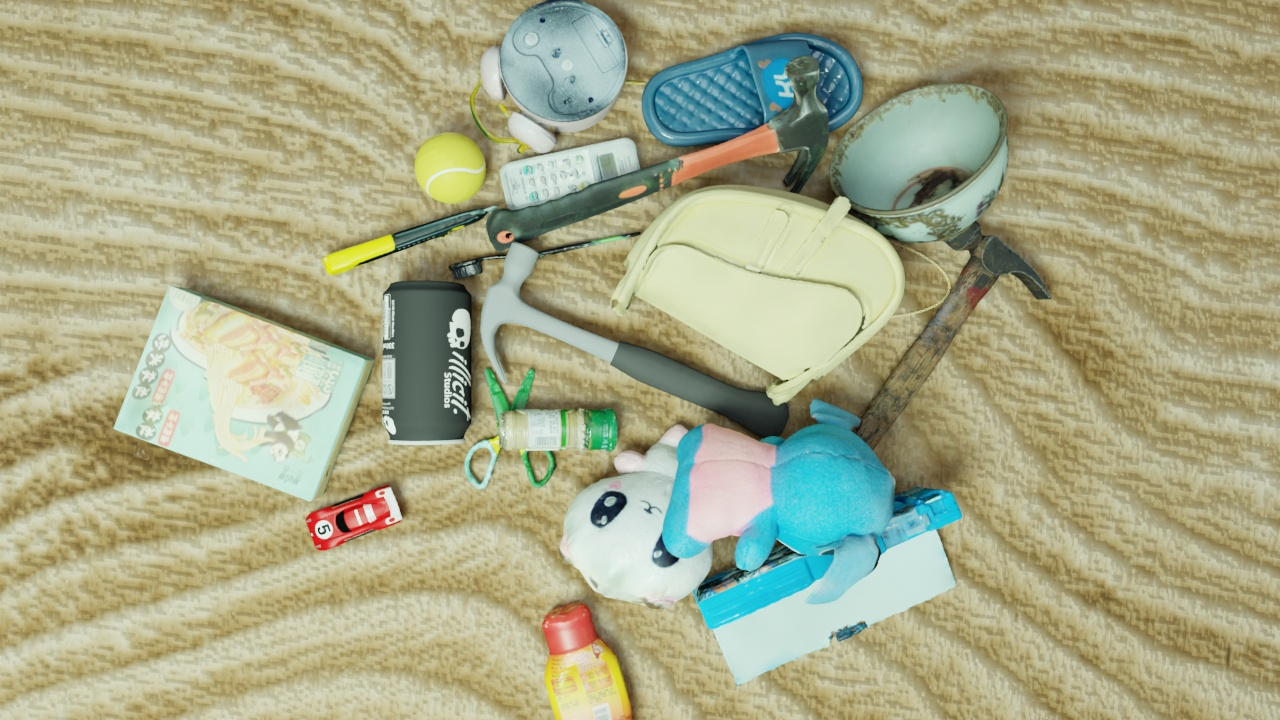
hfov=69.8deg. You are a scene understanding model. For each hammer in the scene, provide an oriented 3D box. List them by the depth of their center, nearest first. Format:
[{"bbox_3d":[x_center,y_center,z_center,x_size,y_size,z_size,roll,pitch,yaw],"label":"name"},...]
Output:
[{"bbox_3d":[0.012,-0.169,0.855,0.333,0.133,0.033,-17,50,5],"label":"hammer"},{"bbox_3d":[-0.005,0.005,0.873,0.311,0.029,0.125,23,90,-5],"label":"hammer"},{"bbox_3d":[0.260,0.027,0.885,0.120,0.033,0.330,36,90,-8],"label":"hammer"}]

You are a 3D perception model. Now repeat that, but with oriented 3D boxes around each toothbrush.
[{"bbox_3d":[-0.091,-0.103,0.886,0.188,0.014,0.017,-11,102,-2],"label":"toothbrush"}]

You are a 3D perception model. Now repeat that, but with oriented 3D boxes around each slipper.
[{"bbox_3d":[0.106,-0.260,0.875,0.214,0.059,0.103,-8,87,-1],"label":"slipper"}]

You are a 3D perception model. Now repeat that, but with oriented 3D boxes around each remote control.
[{"bbox_3d":[-0.066,-0.177,0.883,0.133,0.022,0.050,-12,88,-2],"label":"remote control"}]

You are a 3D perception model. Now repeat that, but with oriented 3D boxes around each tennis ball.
[{"bbox_3d":[-0.177,-0.180,0.858,0.065,0.065,0.065,0,89,-2],"label":"tennis ball"}]

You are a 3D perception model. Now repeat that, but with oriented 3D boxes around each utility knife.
[{"bbox_3d":[-0.217,-0.117,0.873,0.174,0.029,0.020,-20,94,-2],"label":"utility knife"}]

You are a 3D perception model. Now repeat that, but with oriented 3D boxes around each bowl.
[{"bbox_3d":[0.266,-0.167,0.850,0.160,0.160,0.094,-43,131,-3],"label":"bowl"}]

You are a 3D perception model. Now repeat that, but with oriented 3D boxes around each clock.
[{"bbox_3d":[-0.086,-0.263,0.864,0.158,0.059,0.117,-32,86,-3],"label":"clock"}]

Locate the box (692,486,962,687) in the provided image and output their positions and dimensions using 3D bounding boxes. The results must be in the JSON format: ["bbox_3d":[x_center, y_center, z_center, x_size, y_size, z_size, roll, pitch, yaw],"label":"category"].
[{"bbox_3d":[0.180,0.213,0.845,0.243,0.114,0.113,-23,85,-2],"label":"box"}]

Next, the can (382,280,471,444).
[{"bbox_3d":[-0.196,0.003,0.845,0.080,0.080,0.146,0,89,-2],"label":"can"}]

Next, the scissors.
[{"bbox_3d":[-0.135,0.067,0.881,0.112,0.012,0.131,-22,89,-5],"label":"scissors"}]

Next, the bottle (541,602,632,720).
[{"bbox_3d":[-0.054,0.297,0.860,0.071,0.048,0.134,-16,89,-3],"label":"bottle"}]

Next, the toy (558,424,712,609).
[{"bbox_3d":[0.013,0.142,0.849,0.139,0.102,0.179,28,68,11],"label":"toy"}]

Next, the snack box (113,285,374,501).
[{"bbox_3d":[-0.367,0.031,0.857,0.193,0.044,0.141,21,89,-2],"label":"snack box"}]

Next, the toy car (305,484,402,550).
[{"bbox_3d":[-0.270,0.149,0.867,0.089,0.025,0.038,-20,90,-2],"label":"toy car"}]

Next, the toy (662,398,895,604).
[{"bbox_3d":[0.119,0.102,0.791,0.191,0.223,0.099,2,133,10],"label":"toy"}]

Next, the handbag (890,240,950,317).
[{"bbox_3d":[0.216,-0.082,0.893,0.178,0.027,0.084,8,90,-6],"label":"handbag"}]

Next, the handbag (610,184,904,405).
[{"bbox_3d":[0.109,-0.073,0.829,0.233,0.088,0.191,29,99,-6],"label":"handbag"}]

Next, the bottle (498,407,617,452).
[{"bbox_3d":[-0.078,0.066,0.861,0.110,0.043,0.042,0,89,-10],"label":"bottle"}]
